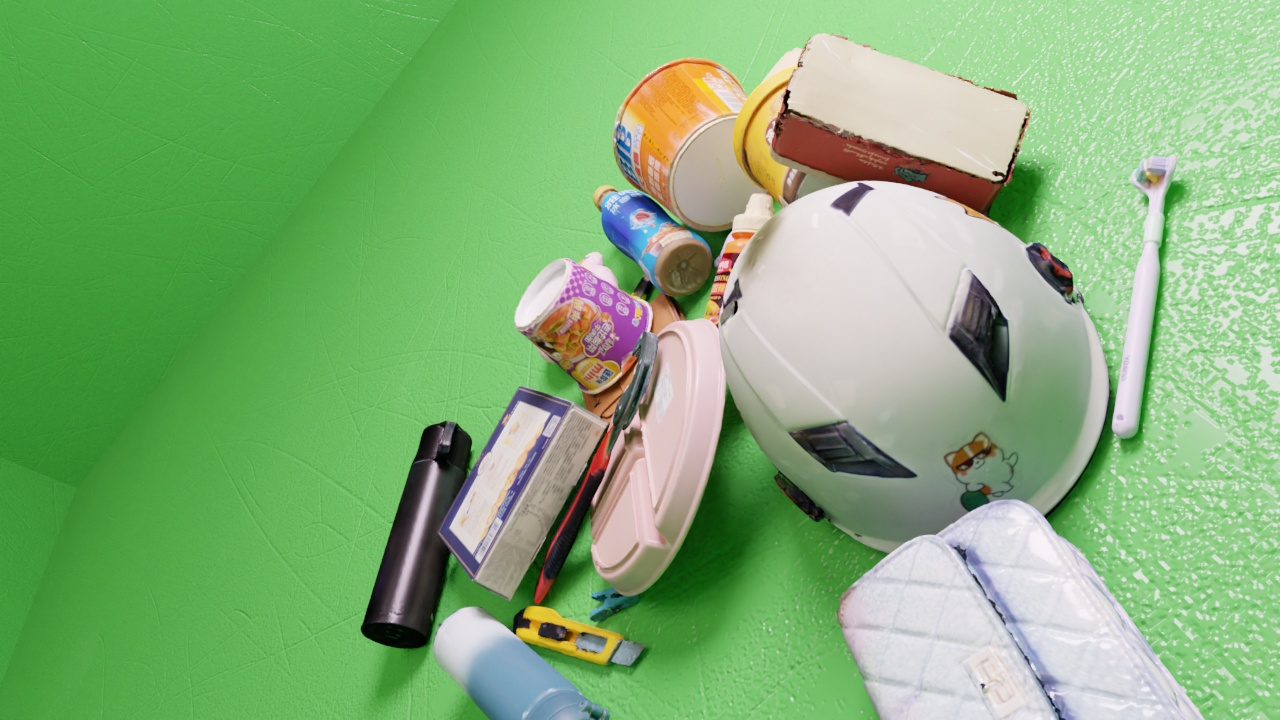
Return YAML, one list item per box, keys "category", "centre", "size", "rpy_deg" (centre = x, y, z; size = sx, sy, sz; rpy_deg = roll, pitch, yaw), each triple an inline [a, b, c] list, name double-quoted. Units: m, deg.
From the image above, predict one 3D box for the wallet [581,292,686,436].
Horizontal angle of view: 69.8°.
- category: "wallet"
  centre: [-0.005, 0.005, 0.892]
  size: [0.132, 0.031, 0.107]
  rpy_deg: [-45, 32, 19]

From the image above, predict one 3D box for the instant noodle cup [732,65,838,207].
- category: "instant noodle cup"
  centre: [0.151, -0.170, 0.772]
  size: [0.119, 0.118, 0.114]
  rpy_deg: [-42, 42, 20]

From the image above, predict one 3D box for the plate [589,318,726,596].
- category: "plate"
  centre: [0.006, 0.072, 0.736]
  size: [0.229, 0.028, 0.229]
  rpy_deg: [-162, 91, -75]

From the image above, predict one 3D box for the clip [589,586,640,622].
- category: "clip"
  centre: [-0.021, 0.196, 0.750]
  size: [0.057, 0.014, 0.047]
  rpy_deg: [-34, 35, 33]

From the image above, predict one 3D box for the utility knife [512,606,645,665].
- category: "utility knife"
  centre: [-0.057, 0.229, 0.766]
  size: [0.181, 0.015, 0.033]
  rpy_deg: [-7, 58, 50]

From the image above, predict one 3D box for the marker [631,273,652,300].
- category: "marker"
  centre: [0.006, -0.079, 0.970]
  size: [0.018, 0.015, 0.124]
  rpy_deg: [8, 65, 51]

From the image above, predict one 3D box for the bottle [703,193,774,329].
- category: "bottle"
  centre: [0.089, -0.065, 0.760]
  size: [0.067, 0.066, 0.149]
  rpy_deg: [6, 86, 55]

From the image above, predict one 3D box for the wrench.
- category: "wrench"
  centre: [-0.042, 0.099, 0.785]
  size: [0.056, 0.016, 0.274]
  rpy_deg: [-102, 33, -67]

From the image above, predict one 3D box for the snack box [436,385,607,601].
- category: "snack box"
  centre: [-0.121, 0.119, 0.891]
  size: [0.177, 0.045, 0.183]
  rpy_deg: [-61, 21, -7]

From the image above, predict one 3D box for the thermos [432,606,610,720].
- category: "thermos"
  centre: [-0.101, 0.267, 0.741]
  size: [0.221, 0.070, 0.070]
  rpy_deg: [14, 72, 57]

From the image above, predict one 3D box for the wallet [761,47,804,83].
- category: "wallet"
  centre: [0.164, -0.286, 0.942]
  size: [0.087, 0.024, 0.115]
  rpy_deg: [-52, 31, 3]

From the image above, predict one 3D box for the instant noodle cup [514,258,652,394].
- category: "instant noodle cup"
  centre: [-0.059, -0.040, 0.887]
  size: [0.112, 0.099, 0.111]
  rpy_deg: [-38, 30, 26]

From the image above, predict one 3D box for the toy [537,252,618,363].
- category: "toy"
  centre: [-0.072, -0.063, 1.025]
  size: [0.121, 0.054, 0.159]
  rpy_deg: [-44, 26, 17]

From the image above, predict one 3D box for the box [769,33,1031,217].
- category: "box"
  centre: [0.186, -0.172, 0.660]
  size: [0.076, 0.168, 0.091]
  rpy_deg: [94, -161, -66]

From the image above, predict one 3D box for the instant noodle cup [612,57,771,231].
- category: "instant noodle cup"
  centre: [0.061, -0.203, 0.895]
  size: [0.151, 0.151, 0.111]
  rpy_deg: [-47, 41, 13]

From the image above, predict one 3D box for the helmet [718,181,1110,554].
- category: "helmet"
  centre: [0.145, -0.018, 0.592]
  size: [0.230, 0.157, 0.273]
  rpy_deg: [-45, 33, 17]

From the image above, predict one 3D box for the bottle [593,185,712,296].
- category: "bottle"
  centre: [0.002, -0.136, 0.958]
  size: [0.065, 0.065, 0.218]
  rpy_deg: [-50, 35, 8]

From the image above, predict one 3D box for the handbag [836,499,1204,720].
- category: "handbag"
  centre: [0.183, 0.168, 0.448]
  size: [0.134, 0.075, 0.193]
  rpy_deg: [-43, 33, 19]

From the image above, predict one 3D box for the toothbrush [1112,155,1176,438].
- category: "toothbrush"
  centre: [0.296, -0.041, 0.542]
  size: [0.029, 0.021, 0.188]
  rpy_deg: [-24, 44, 60]

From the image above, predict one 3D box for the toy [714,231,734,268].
- category: "toy"
  centre: [0.093, -0.083, 0.834]
  size: [0.084, 0.039, 0.107]
  rpy_deg: [-52, 29, 41]

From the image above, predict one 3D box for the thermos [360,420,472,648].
- category: "thermos"
  centre: [-0.236, 0.177, 0.988]
  size: [0.090, 0.068, 0.241]
  rpy_deg: [108, 171, -53]
